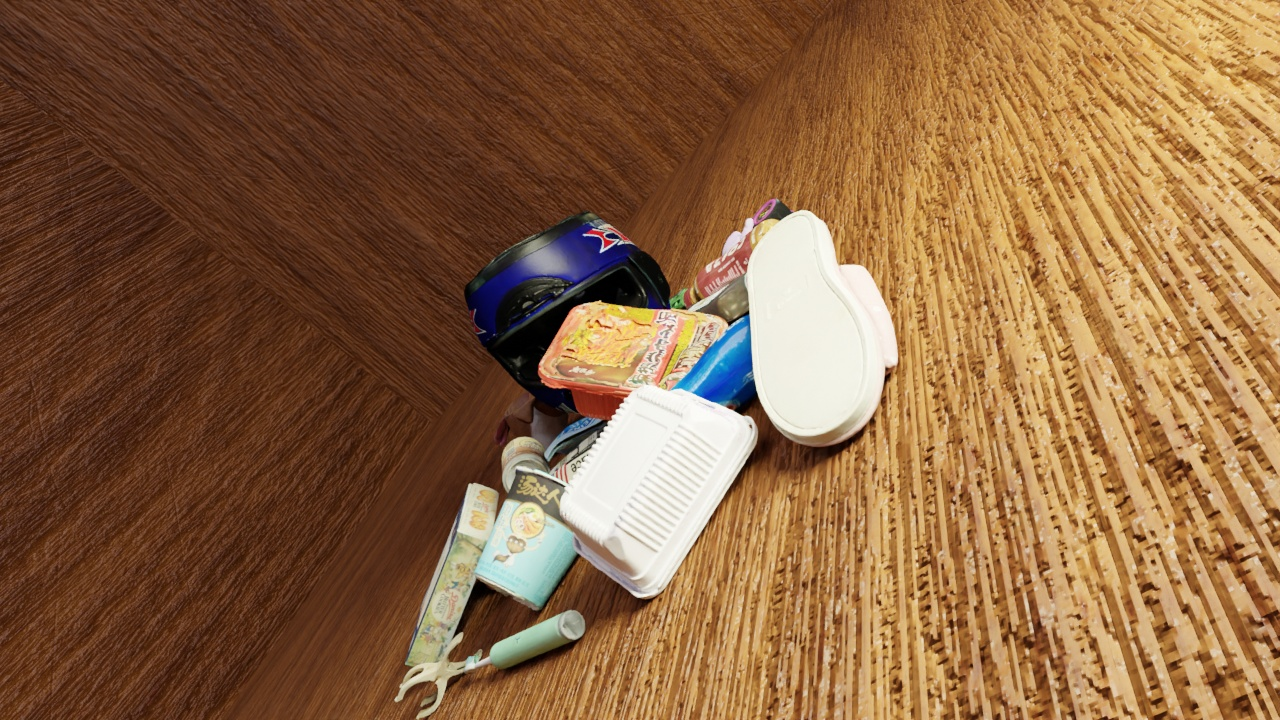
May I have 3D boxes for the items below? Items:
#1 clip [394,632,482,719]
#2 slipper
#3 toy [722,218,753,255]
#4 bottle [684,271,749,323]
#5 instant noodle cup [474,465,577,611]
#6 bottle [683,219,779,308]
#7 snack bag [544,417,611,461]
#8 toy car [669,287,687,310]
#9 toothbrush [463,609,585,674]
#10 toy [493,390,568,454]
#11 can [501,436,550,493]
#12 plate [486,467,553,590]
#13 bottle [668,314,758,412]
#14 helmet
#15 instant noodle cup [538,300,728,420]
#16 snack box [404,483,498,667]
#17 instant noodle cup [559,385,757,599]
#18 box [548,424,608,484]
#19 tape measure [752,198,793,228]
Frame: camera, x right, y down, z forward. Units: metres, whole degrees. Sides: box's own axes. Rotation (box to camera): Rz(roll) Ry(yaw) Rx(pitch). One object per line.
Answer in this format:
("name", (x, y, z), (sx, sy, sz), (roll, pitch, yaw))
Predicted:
("clip", (-0.211, 0.351, 0.999), (0.104, 0.082, 0.034), (-29, 11, 2))
("slipper", (0.142, -0.028, 0.743), (0.114, 0.054, 0.273), (-42, 29, 25))
("toy", (0.132, -0.146, 1.229), (0.108, 0.039, 0.084), (-125, 41, -84))
("bottle", (0.116, -0.075, 1.071), (0.079, 0.044, 0.195), (-42, 6, -38))
("instant noodle cup", (-0.109, 0.188, 0.948), (0.120, 0.111, 0.111), (-62, 15, -20))
("bottle", (0.118, -0.110, 1.148), (0.175, 0.057, 0.057), (-36, 18, 49))
("snack bag", (-0.068, 0.090, 1.132), (0.110, 0.039, 0.191), (-22, -4, -5))
("toy car", (0.056, -0.071, 1.292), (0.036, 0.043, 0.091), (-55, 12, -26))
("toothbrush", (-0.118, 0.274, 0.870), (0.225, 0.026, 0.027), (-38, 37, 46))
("toy", (-0.138, 0.077, 1.410), (0.200, 0.140, 0.130), (-40, 56, 43))
("can", (-0.143, 0.132, 1.137), (0.058, 0.058, 0.116), (-49, 11, -1))
("plate", (-0.144, 0.202, 1.168), (0.193, 0.039, 0.192), (-46, 11, 12))
("bottle", (0.086, 0.010, 0.860), (0.219, 0.065, 0.065), (-46, 12, 15))
("helmet", (-0.079, -0.049, 1.204), (0.247, 0.240, 0.315), (-34, 3, 11))
("instant noodle cup", (-0.006, 0.006, 0.999), (0.164, 0.189, 0.079), (-65, -22, -54))
("snack box", (-0.233, 0.266, 1.147), (0.178, 0.046, 0.182), (-119, 52, -78))
("instant noodle cup", (0.003, 0.096, 0.772), (0.173, 0.060, 0.138), (-55, 34, -10))
("box", (-0.050, 0.129, 1.019), (0.163, 0.076, 0.087), (-37, 36, 36))
("tape measure", (0.176, -0.184, 1.221), (0.057, 0.039, 0.057), (-42, 18, 31))
